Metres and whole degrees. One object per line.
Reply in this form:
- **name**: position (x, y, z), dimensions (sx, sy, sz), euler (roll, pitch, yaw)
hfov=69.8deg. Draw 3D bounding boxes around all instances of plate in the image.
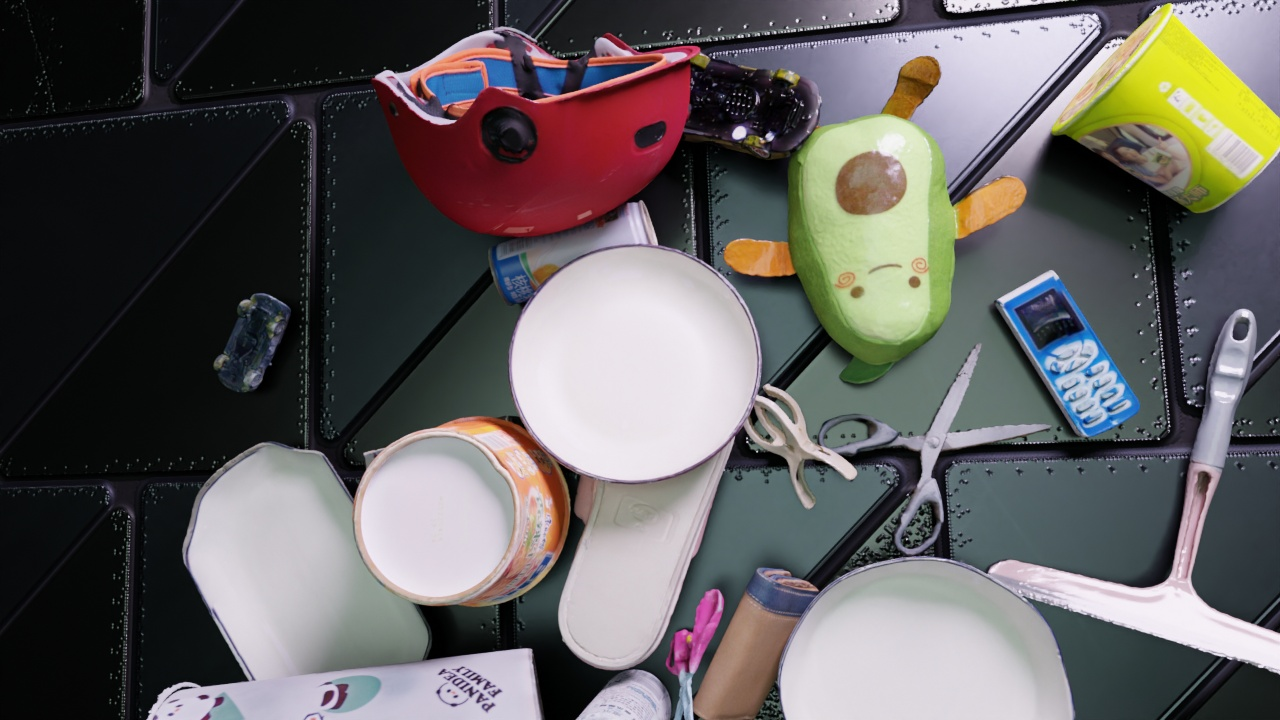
- **plate**: position (-0.004, 0.004, 0.709), dimensions (0.192, 0.039, 0.192), euler (-1, 72, 3)
- **plate**: position (-0.280, 0.197, 0.784), dimensions (0.162, 0.034, 0.265), euler (-37, 79, 5)
- **plate**: position (0.207, 0.246, 0.680), dimensions (0.205, 0.045, 0.205), euler (0, 87, 8)

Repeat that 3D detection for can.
- **can**: position (-0.016, 0.271, 0.670), dimensions (0.058, 0.146, 0.058), euler (-1, 84, 11)
- **can**: position (-0.054, -0.089, 0.763), dimensions (0.135, 0.053, 0.053), euler (-16, 81, 8)

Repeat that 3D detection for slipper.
- **slipper**: position (0.006, 0.106, 0.729), dimensions (0.114, 0.054, 0.274), euler (13, 77, 7)

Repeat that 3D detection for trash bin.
- **trash bin**: position (-0.186, 0.319, 0.642), dimensions (0.251, 0.230, 0.229), euler (-9, 82, -7)

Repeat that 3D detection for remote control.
- **remote control**: position (0.324, -0.004, 0.699), dimensions (0.049, 0.024, 0.125), euler (-29, 81, 6)

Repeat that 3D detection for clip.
- **clip**: position (0.119, 0.065, 0.721), dimensions (0.100, 0.034, 0.070), euler (49, 124, 8)

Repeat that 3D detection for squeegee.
- **squeegee**: position (0.411, 0.083, 0.667), dimensions (0.248, 0.040, 0.249), euler (14, 81, 29)

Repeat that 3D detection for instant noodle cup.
- **instant noodle cup**: position (0.389, -0.174, 0.669), dimensions (0.123, 0.111, 0.111), euler (39, 92, 3)
- **instant noodle cup**: position (-0.135, 0.113, 0.679), dimensions (0.151, 0.111, 0.151), euler (-1, 83, 5)

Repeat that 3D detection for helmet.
- **helmet**: position (-0.070, -0.170, 0.711), dimensions (0.240, 0.206, 0.144), euler (6, 121, 19)

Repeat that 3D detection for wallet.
- **wallet**: position (0.087, 0.215, 0.691), dimensions (0.033, 0.090, 0.115), euler (25, 90, 36)

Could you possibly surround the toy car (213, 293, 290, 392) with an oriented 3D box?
- **toy car**: position (-0.344, -0.015, 0.819), dimensions (0.043, 0.034, 0.090), euler (24, 91, 9)

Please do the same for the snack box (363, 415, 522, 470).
- **snack box**: position (-0.150, 0.115, 0.759), dimensions (0.126, 0.053, 0.113), euler (-15, 82, 9)

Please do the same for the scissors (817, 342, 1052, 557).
- **scissors**: position (0.229, 0.070, 0.714), dimensions (0.178, 0.014, 0.159), euler (-7, 83, 9)

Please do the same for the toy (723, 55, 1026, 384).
- **toy**: position (0.175, -0.110, 0.705), dimensions (0.227, 0.090, 0.246), euler (-12, 78, 19)

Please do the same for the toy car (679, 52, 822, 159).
- **toy car**: position (0.074, -0.203, 0.740), dimensions (0.158, 0.042, 0.070), euler (24, 89, 34)

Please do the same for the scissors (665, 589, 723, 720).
- **scissors**: position (0.032, 0.237, 0.682), dimensions (0.017, 0.119, 0.133), euler (24, 63, -9)
